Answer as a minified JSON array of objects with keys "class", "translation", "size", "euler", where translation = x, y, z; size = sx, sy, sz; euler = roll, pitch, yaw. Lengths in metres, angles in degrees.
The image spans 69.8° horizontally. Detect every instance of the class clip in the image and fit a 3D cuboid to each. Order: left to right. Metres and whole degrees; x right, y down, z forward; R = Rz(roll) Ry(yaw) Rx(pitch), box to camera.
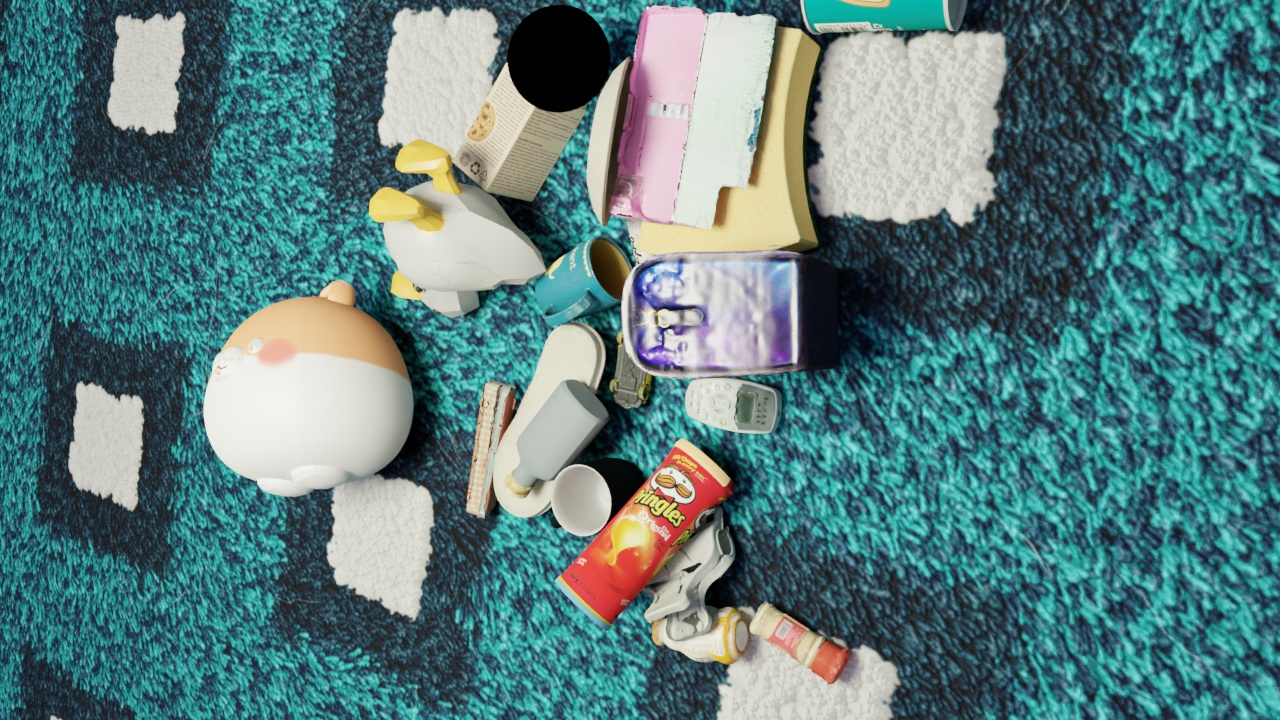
[{"class":"clip","translation":[0.049,0.247,1.055],"size":[0.125,0.081,0.147],"euler":[-31,37,28]}]

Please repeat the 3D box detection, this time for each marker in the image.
[{"class":"marker","translation":[0.005,-0.128,1.106],"size":[0.025,0.025,0.126],"euler":[-17,83,29]}]

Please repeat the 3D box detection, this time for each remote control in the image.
[{"class":"remote control","translation":[0.106,0.050,1.052],"size":[0.114,0.028,0.060],"euler":[11,97,28]}]

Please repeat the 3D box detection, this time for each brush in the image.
[{"class":"brush","translation":[0.098,-0.234,1.022],"size":[0.195,0.075,0.250],"euler":[1,92,29]}]

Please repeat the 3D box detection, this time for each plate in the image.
[{"class":"plate","translation":[-0.038,-0.248,1.040],"size":[0.027,0.188,0.189],"euler":[10,97,1]}]

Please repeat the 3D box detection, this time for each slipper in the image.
[{"class":"slipper","translation":[-0.110,0.078,1.159],"size":[0.114,0.054,0.275],"euler":[33,111,24]}]

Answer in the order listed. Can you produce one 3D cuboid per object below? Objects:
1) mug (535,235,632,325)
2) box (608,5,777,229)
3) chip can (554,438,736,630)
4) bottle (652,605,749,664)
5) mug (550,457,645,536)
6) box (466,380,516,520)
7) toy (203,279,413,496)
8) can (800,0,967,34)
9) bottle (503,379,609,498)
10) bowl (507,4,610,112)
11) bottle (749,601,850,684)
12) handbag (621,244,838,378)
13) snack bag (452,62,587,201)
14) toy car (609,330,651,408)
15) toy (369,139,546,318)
[{"class":"mug","translation":[-0.077,-0.084,1.109],"size":[0.104,0.111,0.084],"euler":[-21,119,36]},{"class":"box","translation":[0.056,-0.258,0.980],"size":[0.159,0.035,0.230],"euler":[13,97,29]},{"class":"chip can","translation":[0.006,0.194,1.029],"size":[0.087,0.087,0.213],"euler":[40,81,23]},{"class":"bottle","translation":[0.068,0.315,1.060],"size":[0.109,0.063,0.063],"euler":[-5,89,30]},{"class":"mug","translation":[-0.060,0.171,1.111],"size":[0.122,0.094,0.085],"euler":[-36,74,25]},{"class":"box","translation":[-0.203,0.118,1.219],"size":[0.058,0.053,0.187],"euler":[-152,71,-68]},{"class":"toy","translation":[-0.445,0.038,1.233],"size":[0.263,0.265,0.280],"euler":[-16,68,31]},{"class":"can","translation":[0.246,-0.381,0.921],"size":[0.144,0.099,0.099],"euler":[10,96,29]},{"class":"bottle","translation":[-0.109,0.102,1.102],"size":[0.072,0.046,0.161],"euler":[47,115,18]},{"class":"bowl","translation":[-0.087,-0.335,1.036],"size":[0.115,0.062,0.115],"euler":[1,97,6]},{"class":"bottle","translation":[0.175,0.310,1.012],"size":[0.109,0.044,0.044],"euler":[28,104,26]},{"class":"handbag","translation":[0.087,-0.045,0.965],"size":[0.222,0.204,0.125],"euler":[-1,91,23]},{"class":"snack bag","translation":[-0.133,-0.309,1.140],"size":[0.070,0.094,0.207],"euler":[42,110,22]},{"class":"toy car","translation":[-0.007,0.007,1.113],"size":[0.049,0.030,0.107],"euler":[13,95,27]},{"class":"toy","translation":[-0.232,-0.136,1.132],"size":[0.247,0.268,0.140],"euler":[11,61,18]}]
